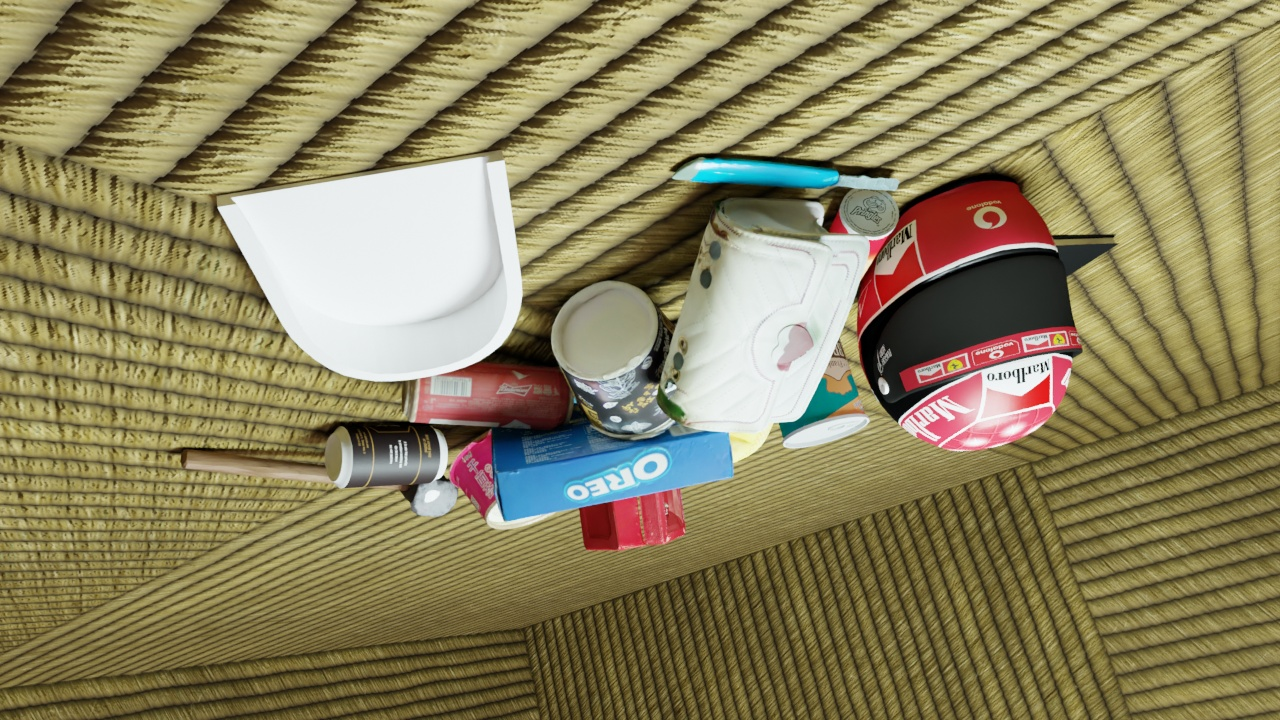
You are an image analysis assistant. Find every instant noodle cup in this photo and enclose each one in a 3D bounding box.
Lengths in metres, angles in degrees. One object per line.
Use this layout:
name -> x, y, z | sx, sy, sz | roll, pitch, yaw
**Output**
instant noodle cup -> -0.021, -0.007, 0.889 | 0.137, 0.137, 0.112 | -18, 150, 9
instant noodle cup -> -0.141, 0.144, 1.145 | 0.178, 0.077, 0.179 | -23, 153, -13

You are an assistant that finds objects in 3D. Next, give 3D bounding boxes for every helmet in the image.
helmet -> 0.330, -0.023, 0.933 | 0.197, 0.224, 0.271 | -12, 162, -5

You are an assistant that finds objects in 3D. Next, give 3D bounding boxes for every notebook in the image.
notebook -> 0.454, -0.094, 1.129 | 0.148, 0.016, 0.207 | -5, 158, -26

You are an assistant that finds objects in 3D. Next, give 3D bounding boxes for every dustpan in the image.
dustpan -> -0.191, -0.057, 0.734 | 0.191, 0.053, 0.258 | -11, 160, -8

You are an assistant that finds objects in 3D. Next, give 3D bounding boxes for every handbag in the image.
handbag -> 0.102, -0.037, 0.805 | 0.141, 0.096, 0.199 | -5, 127, -29

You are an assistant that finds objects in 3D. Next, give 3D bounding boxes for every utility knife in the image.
utility knife -> 0.128, -0.151, 0.756 | 0.224, 0.015, 0.031 | 0, 157, -27

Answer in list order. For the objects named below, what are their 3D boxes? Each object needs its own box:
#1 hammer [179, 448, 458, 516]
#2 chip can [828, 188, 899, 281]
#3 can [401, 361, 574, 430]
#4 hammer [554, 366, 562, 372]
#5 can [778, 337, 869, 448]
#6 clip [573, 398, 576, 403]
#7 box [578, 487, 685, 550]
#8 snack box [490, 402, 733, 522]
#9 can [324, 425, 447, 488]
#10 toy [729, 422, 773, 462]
hammer -> -0.378, 0.138, 1.110 | 0.327, 0.052, 0.098 | 13, -169, -40
chip can -> 0.196, -0.093, 0.904 | 0.051, 0.051, 0.215 | -12, 160, -7
can -> -0.157, 0.035, 0.946 | 0.170, 0.067, 0.067 | 5, 155, -19
hammer -> -0.006, 0.006, 1.001 | 0.323, 0.051, 0.117 | -11, 127, 10
can -> 0.192, 0.016, 1.056 | 0.099, 0.143, 0.099 | -13, 160, -5
clip -> -0.108, 0.077, 1.193 | 0.121, 0.031, 0.130 | -17, 159, -3
box -> -0.029, 0.196, 1.348 | 0.156, 0.157, 0.147 | -8, 173, 13
snack box -> -0.040, 0.091, 0.987 | 0.238, 0.056, 0.195 | -10, -166, -8
can -> -0.301, 0.113, 1.088 | 0.128, 0.072, 0.072 | 2, 154, -39
toy -> 0.128, 0.052, 1.150 | 0.154, 0.065, 0.171 | -7, 118, -44
